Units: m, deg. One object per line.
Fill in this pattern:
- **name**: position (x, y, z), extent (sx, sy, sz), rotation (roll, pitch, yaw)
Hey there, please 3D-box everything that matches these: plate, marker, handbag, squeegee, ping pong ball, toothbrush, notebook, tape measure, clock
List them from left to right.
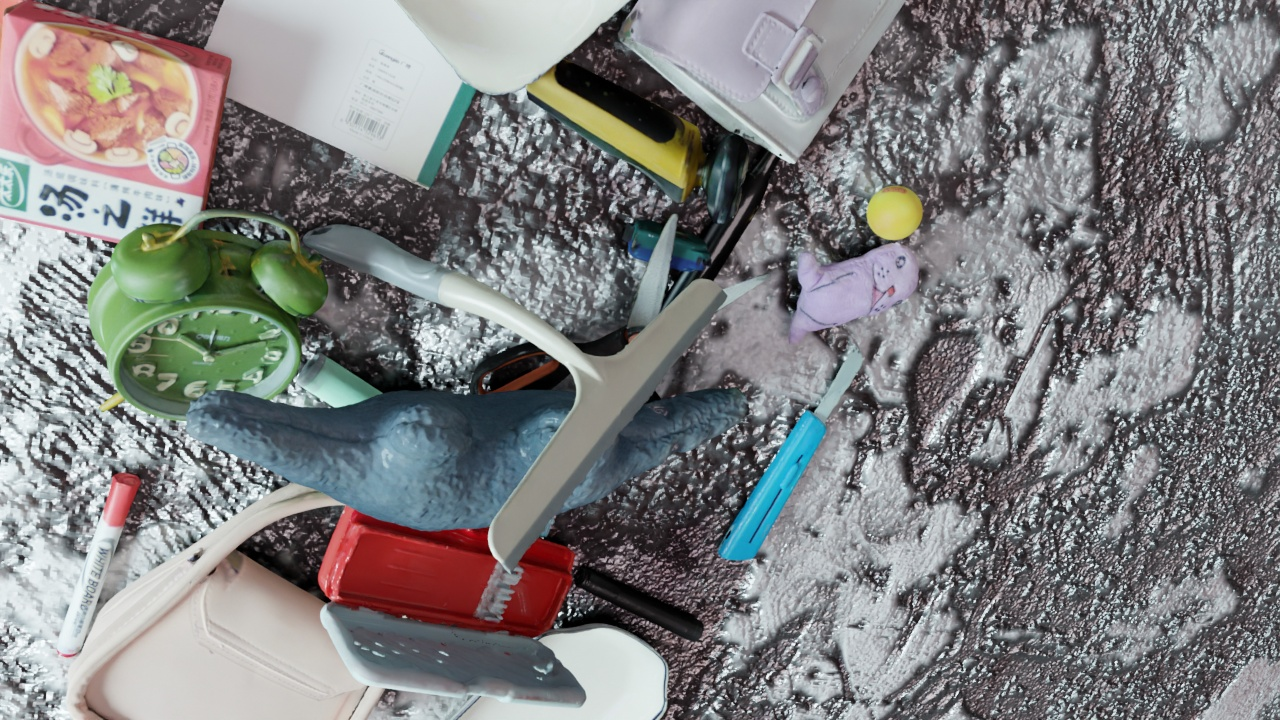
- **marker**: position (-0.370, 0.141, 0.624), extent (0.017, 0.017, 0.145), rotation (20, 105, -25)
- **clock**: position (-0.249, -0.027, 0.533), extent (0.116, 0.056, 0.162), rotation (3, 136, -40)
- **handbag**: position (-0.251, 0.185, 0.649), extent (0.234, 0.093, 0.193), rotation (-48, 118, 0)
- **notebook**: position (-0.148, -0.224, 0.538), extent (0.150, 0.012, 0.209), rotation (23, 105, -27)
- **toothbrush**: position (-0.145, 0.066, 0.660), extent (0.224, 0.027, 0.027), rotation (39, 60, -29)
- **squeegee**: position (-0.105, -0.035, 0.544), extent (0.245, 0.247, 0.039), rotation (-50, 161, -39)
- **plate**: position (-0.076, -0.256, 0.522), extent (0.163, 0.034, 0.164), rotation (-39, 121, 1)
- **plate**: position (-0.095, 0.322, 0.786), extent (0.162, 0.034, 0.266), rotation (40, 96, -29)
- **marker**: position (0.001, 0.206, 0.774), extent (0.132, 0.022, 0.020), rotation (33, 55, -27)
- **tape measure**: position (0.018, -0.081, 0.633), extent (0.058, 0.054, 0.025), rotation (15, 109, -13)
- **toothbrush**: position (0.072, -0.114, 0.654), extent (0.213, 0.027, 0.026), rotation (-59, 161, 11)
- **handbag**: position (0.092, -0.239, 0.548), extent (0.144, 0.098, 0.197), rotation (23, 104, -42)
- **ping pong ball**: position (0.190, -0.110, 0.685), extent (0.040, 0.040, 0.040), rotation (-7, 115, -16)

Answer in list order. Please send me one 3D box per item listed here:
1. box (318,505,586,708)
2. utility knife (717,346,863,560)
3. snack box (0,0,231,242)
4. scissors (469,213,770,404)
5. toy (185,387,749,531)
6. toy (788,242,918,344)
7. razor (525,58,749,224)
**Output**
- **box**: position (-0.116, 0.173, 0.638), extent (0.201, 0.100, 0.112), rotation (26, 82, -42)
- **utility knife**: position (0.128, 0.080, 0.763), extent (0.034, 0.018, 0.209), rotation (23, 103, -25)
- **snack box**: position (-0.302, -0.127, 0.503), extent (0.127, 0.044, 0.113), rotation (11, 118, -23)
- **scissors**: position (-0.017, 0.001, 0.648), extent (0.230, 0.021, 0.221), rotation (-8, 129, -2)
- **toy**: position (-0.096, 0.055, 0.593), extent (0.355, 0.091, 0.138), rotation (-1, 150, -27)
- **toy**: position (0.163, -0.058, 0.698), extent (0.108, 0.039, 0.084), rotation (-13, 133, -12)
- **razor**: position (0.001, -0.150, 0.597), extent (0.167, 0.068, 0.062), rotation (26, 63, -20)
